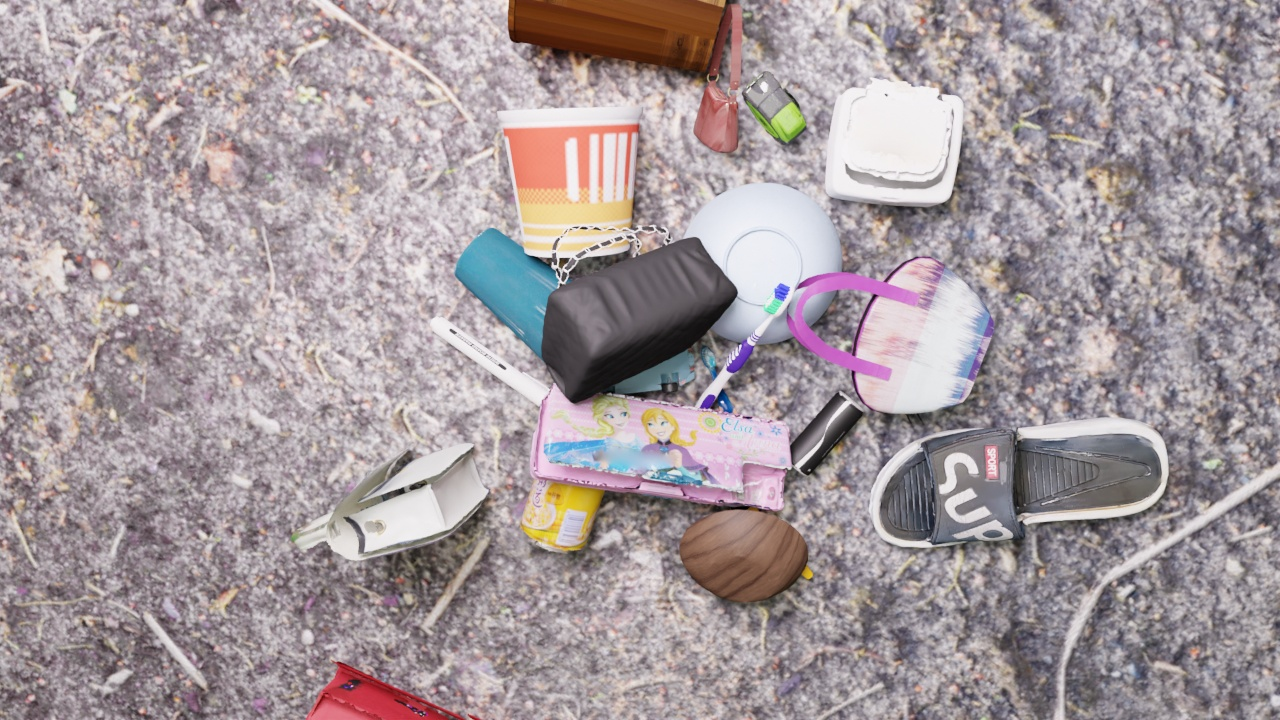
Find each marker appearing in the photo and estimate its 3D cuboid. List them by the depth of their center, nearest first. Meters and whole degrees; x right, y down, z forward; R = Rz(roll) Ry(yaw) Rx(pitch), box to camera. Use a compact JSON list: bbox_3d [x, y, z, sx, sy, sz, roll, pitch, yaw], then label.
[{"bbox_3d":[-0.145,-0.001,0.879,0.133,0.017,0.020,35,63,1],"label":"marker"}]

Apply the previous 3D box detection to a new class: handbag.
[{"bbox_3d":[-0.019,-0.044,0.776,0.153,0.125,0.114,-28,71,-30],"label":"handbag"},{"bbox_3d":[0.072,-0.243,0.785,0.029,0.055,0.120,-9,127,-22],"label":"handbag"},{"bbox_3d":[0.205,-0.025,0.786,0.170,0.068,0.144,15,99,-18],"label":"handbag"},{"bbox_3d":[-0.241,0.129,0.838,0.176,0.151,0.074,-17,95,8],"label":"handbag"}]

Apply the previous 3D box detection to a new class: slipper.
[{"bbox_3d":[0.340,0.111,0.822,0.264,0.063,0.111,-7,96,4],"label":"slipper"}]

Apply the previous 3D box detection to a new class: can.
[{"bbox_3d":[0.169,0.067,0.847,0.031,0.031,0.080,40,99,0],"label":"can"},{"bbox_3d":[-0.068,0.119,0.860,0.067,0.067,0.105,20,99,3],"label":"can"}]

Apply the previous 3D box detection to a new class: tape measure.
[{"bbox_3d":[0.119,-0.221,0.801,0.036,0.058,0.065,-42,103,8],"label":"tape measure"}]

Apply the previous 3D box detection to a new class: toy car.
[{"bbox_3d":[-0.005,0.005,0.860,0.107,0.027,0.060,-7,90,-9],"label":"toy car"}]

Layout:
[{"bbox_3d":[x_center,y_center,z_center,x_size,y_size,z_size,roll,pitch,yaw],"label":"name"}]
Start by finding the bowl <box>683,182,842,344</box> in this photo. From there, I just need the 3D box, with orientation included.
[{"bbox_3d":[0.106,-0.084,0.813,0.150,0.074,0.150,1,98,6],"label":"bowl"}]

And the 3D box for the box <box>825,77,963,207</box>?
[{"bbox_3d":[0.218,-0.185,0.776,0.108,0.101,0.102,6,99,3],"label":"box"}]

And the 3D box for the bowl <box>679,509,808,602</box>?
[{"bbox_3d":[0.094,0.189,0.841,0.119,0.032,0.119,4,129,5],"label":"bowl"}]

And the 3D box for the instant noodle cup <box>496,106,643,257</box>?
[{"bbox_3d":[-0.058,-0.157,0.803,0.123,0.123,0.121,0,105,6],"label":"instant noodle cup"}]

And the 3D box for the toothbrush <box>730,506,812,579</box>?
[{"bbox_3d":[0.096,0.133,0.866,0.031,0.031,0.196,-42,94,5],"label":"toothbrush"}]

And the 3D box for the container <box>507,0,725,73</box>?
[{"bbox_3d":[-0.013,-0.315,0.774,0.167,0.132,0.132,14,98,-2],"label":"container"}]

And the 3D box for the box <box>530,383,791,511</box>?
[{"bbox_3d":[0.023,0.077,0.806,0.230,0.063,0.084,10,77,-12],"label":"box"}]

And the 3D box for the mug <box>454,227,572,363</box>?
[{"bbox_3d":[-0.106,-0.063,0.841,0.121,0.078,0.078,39,99,5],"label":"mug"}]

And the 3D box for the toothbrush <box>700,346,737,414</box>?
[{"bbox_3d":[0.082,0.050,0.862,0.021,0.017,0.135,-19,95,0],"label":"toothbrush"}]

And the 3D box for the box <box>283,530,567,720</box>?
[{"bbox_3d":[-0.203,0.315,0.834,0.213,0.127,0.427,23,129,3],"label":"box"}]

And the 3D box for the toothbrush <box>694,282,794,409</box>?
[{"bbox_3d":[0.084,0.000,0.813,0.016,0.015,0.187,23,130,-12],"label":"toothbrush"}]
